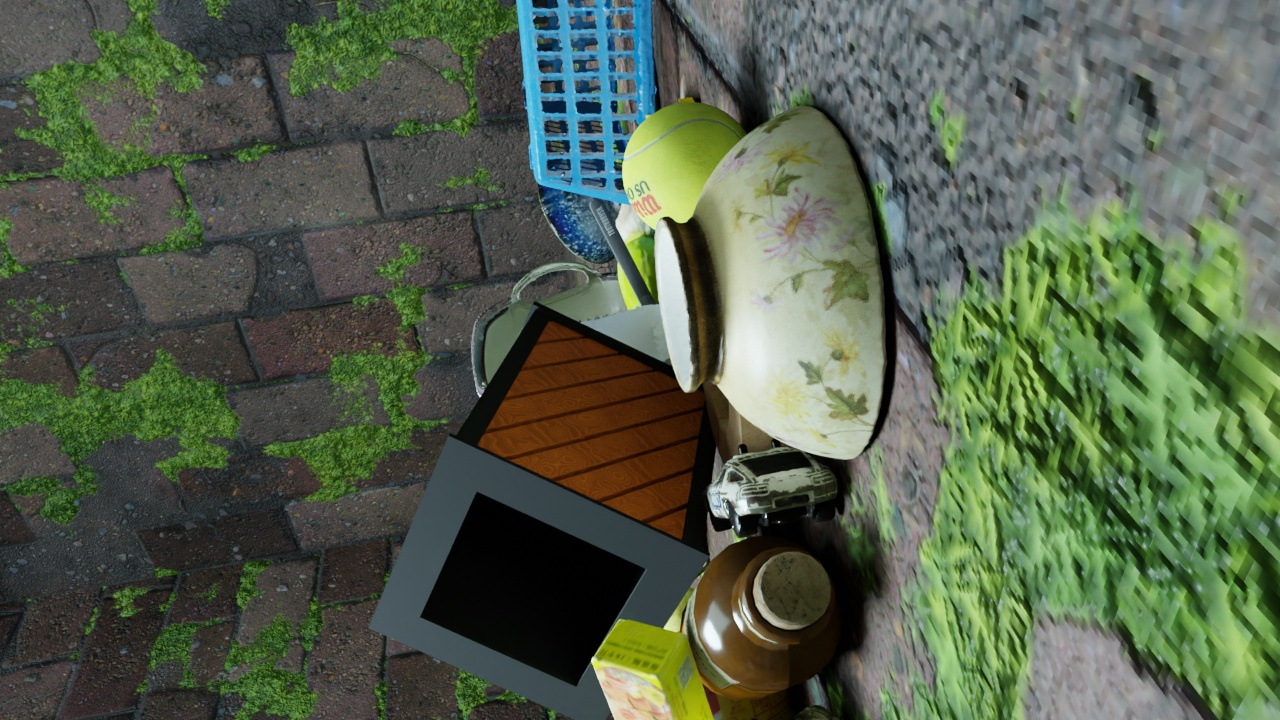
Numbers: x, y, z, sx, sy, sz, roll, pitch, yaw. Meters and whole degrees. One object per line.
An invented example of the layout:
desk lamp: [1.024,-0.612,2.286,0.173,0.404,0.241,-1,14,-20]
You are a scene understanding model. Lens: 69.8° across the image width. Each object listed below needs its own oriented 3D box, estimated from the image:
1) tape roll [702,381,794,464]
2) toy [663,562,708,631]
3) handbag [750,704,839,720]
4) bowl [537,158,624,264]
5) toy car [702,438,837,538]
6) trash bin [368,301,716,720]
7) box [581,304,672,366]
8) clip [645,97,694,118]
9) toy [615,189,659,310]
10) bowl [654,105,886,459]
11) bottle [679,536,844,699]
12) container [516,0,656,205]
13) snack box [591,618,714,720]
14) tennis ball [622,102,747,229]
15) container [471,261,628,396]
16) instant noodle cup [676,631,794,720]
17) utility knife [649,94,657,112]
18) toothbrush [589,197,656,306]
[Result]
tape roll: [0.055,0.013,0.487,0.094,0.027,0.094,170,91,-84]
toy: [0.042,0.253,0.698,0.214,0.084,0.148,91,169,-46]
handbag: [0.074,0.236,0.415,0.111,0.081,0.119,-94,-2,-59]
bowl: [-0.039,-0.158,0.891,0.114,0.061,0.114,30,-133,-39]
toy car: [0.057,0.059,0.432,0.113,0.048,0.040,118,142,-80]
trash bin: [-0.046,0.084,0.551,0.171,0.139,0.140,-72,8,-63]
box: [-0.005,-0.007,0.667,0.107,0.102,0.095,-110,14,-63]
clip: [0.022,-0.143,0.580,0.054,0.047,0.046,-122,49,-72]
toy: [0.001,-0.092,0.772,0.092,0.043,0.117,102,163,-86]
bowl: [0.043,-0.027,0.372,0.145,0.063,0.145,170,91,-83]
bottle: [0.057,0.119,0.430,0.157,0.068,0.067,95,165,-67]
container: [-0.053,-0.308,0.664,0.256,0.089,0.363,-105,11,-58]
snack box: [0.017,0.196,0.465,0.028,0.040,0.148,-47,-49,-44]
tennis ball: [0.024,-0.092,0.446,0.065,0.065,0.065,170,91,-84]
container: [-0.062,0.009,0.896,0.251,0.184,0.143,-113,6,-64]
instant noodle cup: [0.051,0.218,0.545,0.100,0.100,0.112,112,142,-78]
utility knife: [0.010,-0.167,0.711,0.031,0.015,0.175,-143,46,-77]
toothbrush: [0.001,-0.054,0.719,0.167,0.013,0.013,62,175,-23]
